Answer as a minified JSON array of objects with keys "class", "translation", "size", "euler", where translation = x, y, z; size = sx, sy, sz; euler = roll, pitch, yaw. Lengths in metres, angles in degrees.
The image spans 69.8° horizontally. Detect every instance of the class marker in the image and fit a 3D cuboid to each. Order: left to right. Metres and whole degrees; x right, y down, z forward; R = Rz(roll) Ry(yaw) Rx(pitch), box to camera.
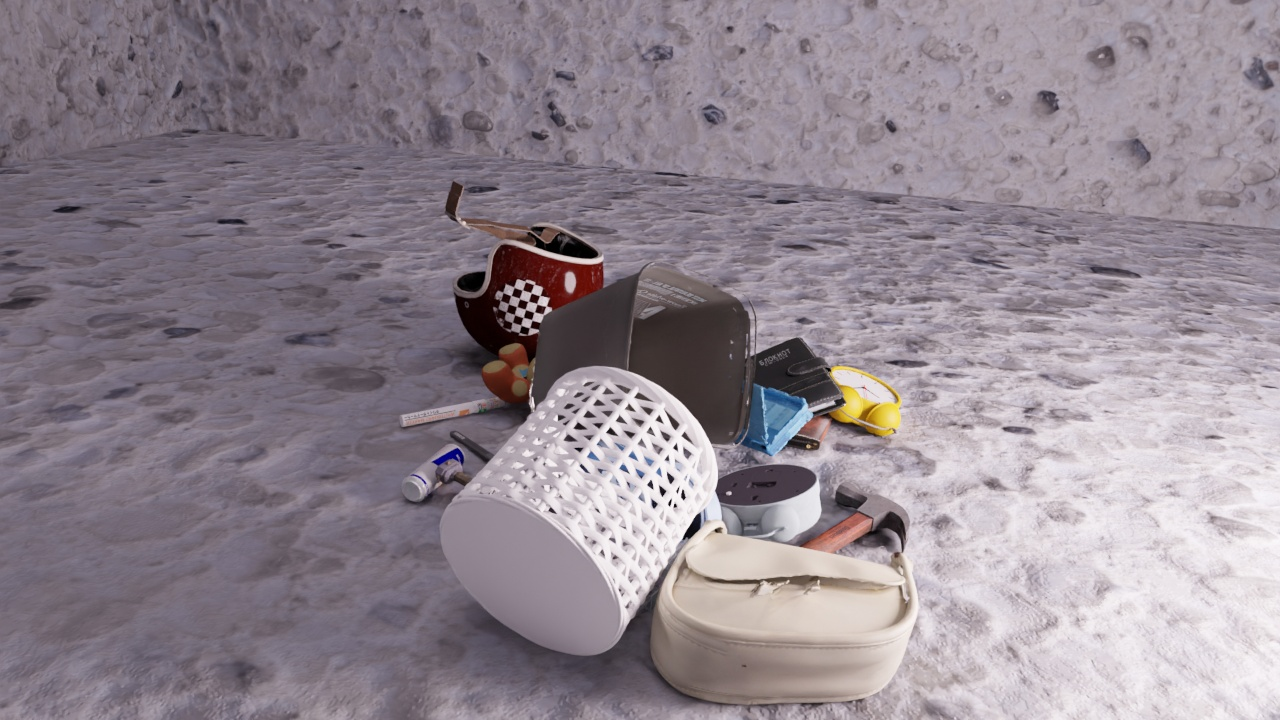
[{"class":"marker","translation":[-0.253,0.069,1.244],"size":[0.145,0.017,0.017],"euler":[-10,26,-31]}]

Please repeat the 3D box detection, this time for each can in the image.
[{"class":"can","translation":[-0.241,0.131,1.070],"size":[0.032,0.032,0.095],"euler":[11,23,17]}]

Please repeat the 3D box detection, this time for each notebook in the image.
[{"class":"notebook","translation":[0.187,0.038,1.302],"size":[0.169,0.029,0.208],"euler":[-23,26,3]}]

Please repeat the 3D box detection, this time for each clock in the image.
[{"class":"clock","translation":[0.133,0.159,1.001],"size":[0.123,0.045,0.159],"euler":[-6,14,22]},{"class":"clock","translation":[0.312,0.056,1.296],"size":[0.113,0.052,0.151],"euler":[21,23,0]}]

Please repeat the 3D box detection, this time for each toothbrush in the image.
[{"class":"toothbrush","translation":[-0.192,0.118,1.140],"size":[0.012,0.013,0.167],"euler":[-15,26,-39]}]

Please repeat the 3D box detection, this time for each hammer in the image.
[{"class":"hammer","translation":[-0.104,0.175,0.965],"size":[0.317,0.028,0.146],"euler":[22,35,31]},{"class":"hammer","translation":[0.179,0.203,0.966],"size":[0.299,0.028,0.111],"euler":[-17,29,-41]}]

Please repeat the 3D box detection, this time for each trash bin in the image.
[{"class":"trash bin","translation":[-0.007,0.007,1.123],"size":[0.197,0.197,0.221],"euler":[16,-16,-38]}]

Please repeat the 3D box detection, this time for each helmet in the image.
[{"class":"helmet","translation":[-0.175,-0.123,1.408],"size":[0.234,0.254,0.233],"euler":[21,19,4]}]

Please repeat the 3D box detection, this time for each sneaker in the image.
[{"class":"sneaker","translation":[-0.014,0.146,1.007],"size":[0.098,0.083,0.241],"euler":[-8,17,-33]}]

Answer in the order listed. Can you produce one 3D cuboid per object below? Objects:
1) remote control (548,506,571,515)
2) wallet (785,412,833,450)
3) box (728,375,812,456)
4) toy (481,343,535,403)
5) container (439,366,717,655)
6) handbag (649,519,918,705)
[{"class":"remote control","translation":[-0.136,0.175,1.007],"size":[0.124,0.009,0.046],"euler":[-1,23,-12]},{"class":"wallet","translation":[0.226,0.086,1.273],"size":[0.072,0.019,0.122],"euler":[12,23,20]},{"class":"box","translation":[0.101,0.033,1.211],"size":[0.094,0.110,0.232],"euler":[-40,36,-26]},{"class":"toy","translation":[-0.125,0.034,1.259],"size":[0.176,0.096,0.112],"euler":[26,29,1]},{"class":"container","translation":[-0.053,0.133,0.834],"size":[0.189,0.190,0.186],"euler":[14,41,24]},{"class":"handbag","translation":[0.134,0.200,0.807],"size":[0.229,0.132,0.183],"euler":[12,31,6]}]
